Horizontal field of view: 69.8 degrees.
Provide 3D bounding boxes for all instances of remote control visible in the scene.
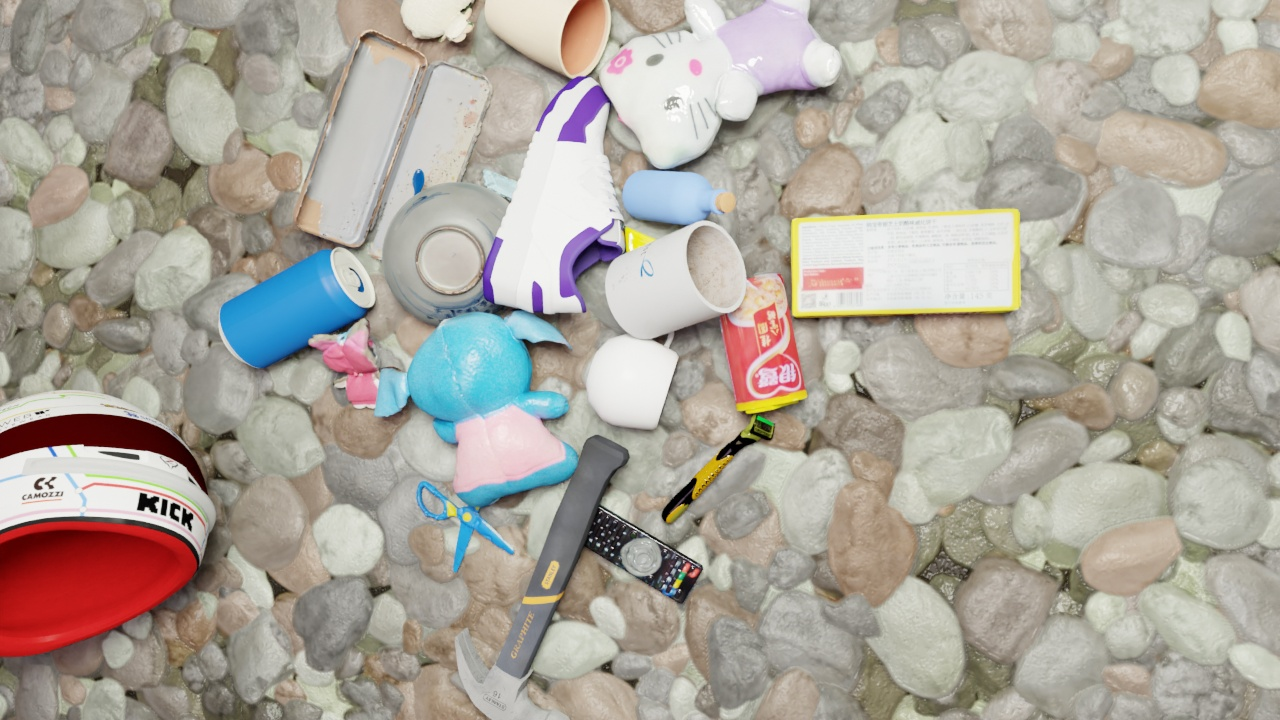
[{"bbox_3d":[-0.008,0.186,0.911,0.140,0.021,0.045,30,102,8],"label":"remote control"}]

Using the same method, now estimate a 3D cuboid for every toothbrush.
[{"bbox_3d":[-0.232,-0.128,0.934,0.021,0.016,0.132,7,101,-12],"label":"toothbrush"}]

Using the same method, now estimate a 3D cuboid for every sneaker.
[{"bbox_3d":[-0.057,-0.152,0.869,0.111,0.092,0.244,20,78,1],"label":"sneaker"}]

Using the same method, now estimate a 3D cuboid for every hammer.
[{"bbox_3d":[-0.084,0.220,0.904,0.139,0.035,0.313,26,102,11],"label":"hammer"}]

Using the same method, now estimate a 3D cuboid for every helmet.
[{"bbox_3d":[-0.575,0.143,0.922,0.315,0.231,0.235,-32,50,14],"label":"helmet"}]

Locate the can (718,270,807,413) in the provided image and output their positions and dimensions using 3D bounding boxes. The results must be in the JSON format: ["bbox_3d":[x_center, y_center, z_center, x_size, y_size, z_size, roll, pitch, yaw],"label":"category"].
[{"bbox_3d":[0.112,-0.016,0.860,0.067,0.066,0.124,-12,88,11],"label":"can"}]

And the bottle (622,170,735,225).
[{"bbox_3d":[0.039,-0.150,0.848,0.131,0.048,0.048,18,95,52],"label":"bottle"}]

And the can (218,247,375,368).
[{"bbox_3d":[-0.357,-0.054,0.952,0.146,0.079,0.079,-26,85,11],"label":"can"}]

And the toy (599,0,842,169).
[{"bbox_3d":[0.071,-0.271,0.859,0.209,0.085,0.137,-23,84,9],"label":"toy"}]

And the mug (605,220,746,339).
[{"bbox_3d":[0.038,-0.083,0.836,0.097,0.119,0.083,-17,122,43],"label":"mug"}]

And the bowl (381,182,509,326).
[{"bbox_3d":[-0.184,-0.100,0.904,0.150,0.056,0.151,-1,101,-4],"label":"bowl"}]

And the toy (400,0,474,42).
[{"bbox_3d":[-0.203,-0.364,0.932,0.087,0.050,0.112,-36,87,10],"label":"toy"}]

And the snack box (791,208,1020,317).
[{"bbox_3d":[0.241,-0.088,0.846,0.201,0.042,0.092,-1,90,12],"label":"snack box"}]

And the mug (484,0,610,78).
[{"bbox_3d":[-0.085,-0.344,0.898,0.104,0.085,0.111,29,68,21],"label":"mug"}]

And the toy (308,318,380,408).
[{"bbox_3d":[-0.296,0.001,0.957,0.065,0.050,0.102,-9,124,4],"label":"toy"}]

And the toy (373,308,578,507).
[{"bbox_3d":[-0.162,0.051,0.907,0.224,0.098,0.191,-19,95,11],"label":"toy"}]

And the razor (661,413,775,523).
[{"bbox_3d":[0.071,0.107,0.888,0.144,0.044,0.021,-47,55,13],"label":"razor"}]

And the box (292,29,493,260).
[{"bbox_3d":[-0.254,-0.213,0.945,0.157,0.071,0.216,21,94,-2],"label":"box"}]

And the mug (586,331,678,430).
[{"bbox_3d":[-0.005,0.005,0.882,0.076,0.090,0.123,17,62,3],"label":"mug"}]

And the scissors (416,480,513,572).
[{"bbox_3d":[-0.175,0.156,0.952,0.125,0.014,0.131,38,100,10],"label":"scissors"}]

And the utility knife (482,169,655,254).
[{"bbox_3d":[-0.060,-0.141,0.919,0.234,0.020,0.028,26,87,10],"label":"utility knife"}]
